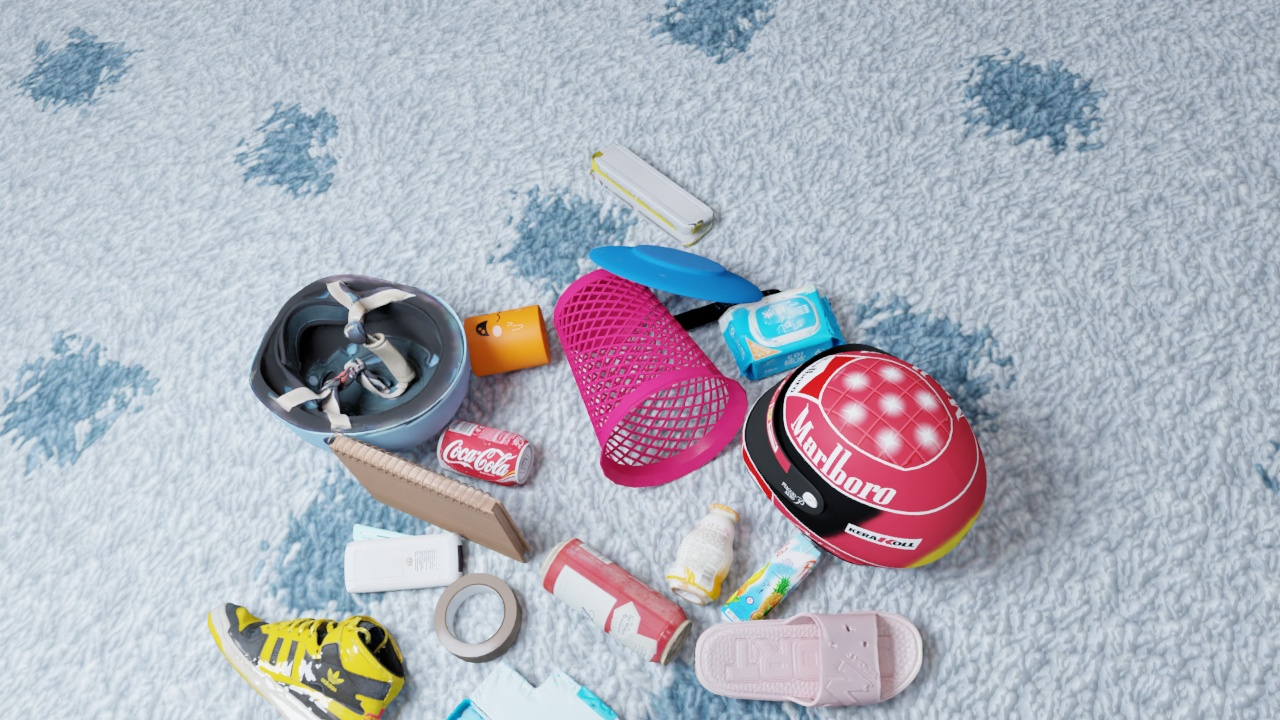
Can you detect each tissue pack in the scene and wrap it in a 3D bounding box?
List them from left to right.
[{"bbox_3d":[0.179,-0.039,1.157,0.144,0.062,0.092,-17,59,-3],"label":"tissue pack"}]

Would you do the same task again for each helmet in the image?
[{"bbox_3d":[-0.322,0.016,1.120,0.266,0.167,0.225,9,62,18],"label":"helmet"},{"bbox_3d":[0.233,0.094,0.977,0.271,0.225,0.197,40,67,23],"label":"helmet"}]

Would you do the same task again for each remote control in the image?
[{"bbox_3d":[-0.275,0.235,1.064,0.138,0.025,0.060,-5,76,3],"label":"remote control"},{"bbox_3d":[0.113,-0.067,1.200,0.152,0.020,0.041,-17,18,-3],"label":"remote control"}]

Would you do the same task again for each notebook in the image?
[{"bbox_3d":[-0.234,0.155,1.029,0.210,0.169,0.022,19,63,17],"label":"notebook"}]

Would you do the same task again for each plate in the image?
[{"bbox_3d":[0.047,-0.118,1.151,0.224,0.223,0.024,19,107,17],"label":"plate"}]

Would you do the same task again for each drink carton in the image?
[{"bbox_3d":[0.144,0.246,1.006,0.128,0.044,0.038,-40,64,-14],"label":"drink carton"}]

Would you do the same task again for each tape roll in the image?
[{"bbox_3d":[-0.181,0.287,1.026,0.094,0.030,0.093,-3,60,5],"label":"tape roll"}]

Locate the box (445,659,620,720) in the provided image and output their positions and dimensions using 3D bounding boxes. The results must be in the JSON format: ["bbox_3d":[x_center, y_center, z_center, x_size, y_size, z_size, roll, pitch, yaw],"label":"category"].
[{"bbox_3d":[-0.098,0.420,0.935,0.227,0.039,0.181,34,68,23],"label":"box"}]

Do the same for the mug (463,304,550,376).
[{"bbox_3d":[-0.172,-0.034,1.196,0.096,0.078,0.112,-11,28,0],"label":"mug"}]

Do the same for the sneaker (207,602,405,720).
[{"bbox_3d":[-0.358,0.311,0.999,0.238,0.086,0.122,35,75,19],"label":"sneaker"}]

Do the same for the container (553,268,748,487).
[{"bbox_3d":[-0.006,0.006,1.098,0.183,0.183,0.225,-25,53,-8],"label":"container"}]

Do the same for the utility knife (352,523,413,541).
[{"bbox_3d":[-0.285,0.215,1.092,0.120,0.015,0.022,8,64,7],"label":"utility knife"}]

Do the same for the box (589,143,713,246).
[{"bbox_3d":[0.014,-0.238,1.314,0.065,0.045,0.210,-35,61,-28],"label":"box"}]

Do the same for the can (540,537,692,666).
[{"bbox_3d":[-0.028,0.262,1.003,0.170,0.067,0.067,29,67,21],"label":"can"}]

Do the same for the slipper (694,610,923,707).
[{"bbox_3d":[0.176,0.305,0.935,0.239,0.064,0.094,-1,74,-3],"label":"slipper"}]

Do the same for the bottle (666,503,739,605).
[{"bbox_3d":[0.074,0.214,1.021,0.063,0.063,0.108,20,63,17],"label":"bottle"}]

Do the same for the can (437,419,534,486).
[{"bbox_3d":[-0.187,0.112,1.110,0.105,0.064,0.064,13,62,13],"label":"can"}]
